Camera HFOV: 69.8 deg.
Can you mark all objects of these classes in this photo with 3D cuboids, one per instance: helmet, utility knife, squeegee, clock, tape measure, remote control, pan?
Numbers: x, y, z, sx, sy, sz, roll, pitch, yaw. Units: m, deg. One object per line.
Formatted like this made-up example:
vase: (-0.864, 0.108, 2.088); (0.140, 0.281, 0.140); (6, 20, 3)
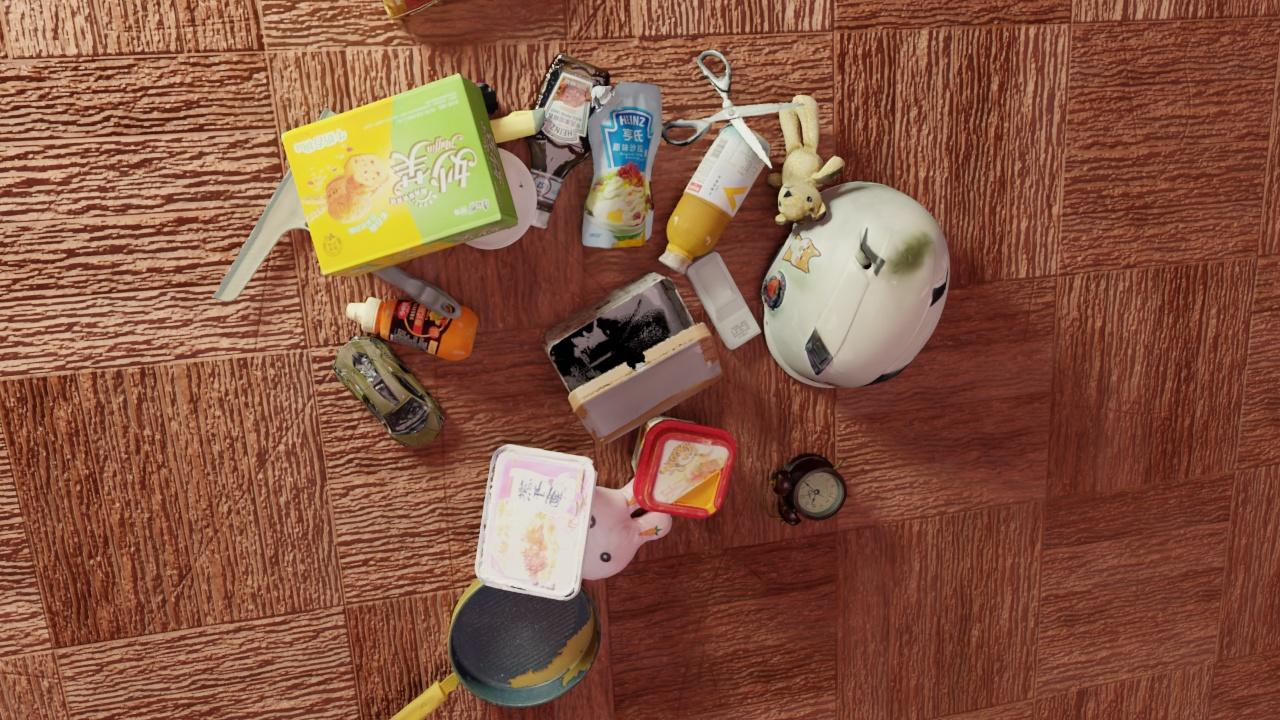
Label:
helmet: (0.282, -0.082, 1.137); (0.230, 0.157, 0.274); (17, 98, -16)
utility knife: (-0.212, -0.252, 1.040); (0.216, 0.022, 0.031); (-12, 105, -3)
squeegee: (-0.309, -0.115, 1.043); (0.246, 0.039, 0.246); (30, 90, -3)
clock: (0.221, 0.176, 1.235); (0.122, 0.055, 0.082); (-18, 106, -7)
tape measure: (-0.192, -0.291, 1.030); (0.056, 0.058, 0.039); (-23, 106, -41)
remote control: (0.105, -0.076, 1.167); (0.049, 0.024, 0.125); (-32, 108, -4)
pan: (-0.216, 0.399, 1.173); (0.357, 0.078, 0.198); (-30, 107, -5)

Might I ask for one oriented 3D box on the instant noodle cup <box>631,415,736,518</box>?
instant noodle cup: (0.044, 0.123, 1.146); (0.116, 0.124, 0.116); (11, 101, -15)

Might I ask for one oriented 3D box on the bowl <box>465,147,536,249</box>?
bowl: (-0.182, -0.183, 1.035); (0.118, 0.064, 0.118); (1, 100, 7)

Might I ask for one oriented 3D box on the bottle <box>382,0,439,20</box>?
bottle: (-0.201, -0.428, 0.997); (0.175, 0.057, 0.057); (-24, 107, -7)

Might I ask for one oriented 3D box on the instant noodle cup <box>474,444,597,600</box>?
instant noodle cup: (-0.122, 0.197, 1.130); (0.138, 0.060, 0.173); (7, 85, 15)

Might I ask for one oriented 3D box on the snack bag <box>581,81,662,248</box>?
snack bag: (-0.021, -0.229, 1.078); (0.110, 0.039, 0.191); (-6, 110, -34)

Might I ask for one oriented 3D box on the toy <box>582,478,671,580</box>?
toy: (-0.039, 0.212, 1.186); (0.159, 0.054, 0.121); (-26, 99, -13)

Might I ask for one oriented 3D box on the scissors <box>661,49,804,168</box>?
scissors: (0.102, -0.287, 1.074); (0.160, 0.014, 0.179); (-34, 68, 19)

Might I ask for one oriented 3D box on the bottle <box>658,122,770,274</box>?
bottle: (0.085, -0.194, 1.112); (0.068, 0.068, 0.189); (29, 95, -17)

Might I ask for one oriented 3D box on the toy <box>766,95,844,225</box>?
toy: (0.192, -0.242, 1.110); (0.066, 0.105, 0.157); (12, 76, -53)

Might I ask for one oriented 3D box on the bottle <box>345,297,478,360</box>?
bottle: (-0.268, -0.043, 1.072); (0.149, 0.066, 0.067); (12, 100, -9)

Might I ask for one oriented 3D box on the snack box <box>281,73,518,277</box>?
snack box: (-0.253, -0.191, 0.973); (0.210, 0.070, 0.157); (-16, 92, 9)

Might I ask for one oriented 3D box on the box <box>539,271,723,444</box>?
box: (-0.005, 0.008, 1.081); (0.182, 0.174, 0.152); (-31, 106, -5)

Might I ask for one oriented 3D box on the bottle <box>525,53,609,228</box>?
bottle: (-0.097, -0.252, 1.070); (0.080, 0.044, 0.195); (18, 99, -11)

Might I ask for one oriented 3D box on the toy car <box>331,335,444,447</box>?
toy car: (-0.297, 0.038, 1.093); (0.070, 0.042, 0.158); (-39, 111, -2)
